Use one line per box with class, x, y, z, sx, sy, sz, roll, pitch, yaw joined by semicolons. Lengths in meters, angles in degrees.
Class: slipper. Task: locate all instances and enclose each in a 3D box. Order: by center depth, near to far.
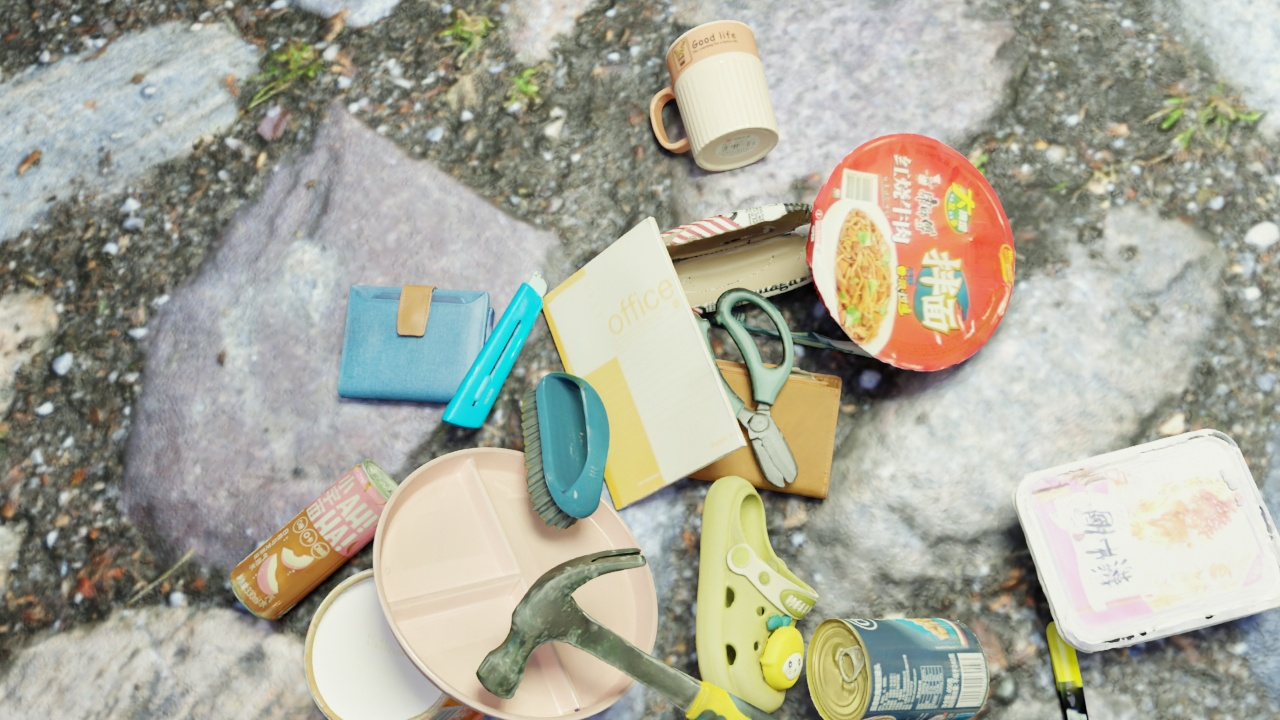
slipper;0.091;0.180;0.704;0.082;0.091;0.190;-12;67;30

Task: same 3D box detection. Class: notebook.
notebook;-0.005;0.004;0.769;0.146;0.010;0.206;-32;71;35

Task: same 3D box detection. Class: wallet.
wallet;0.098;0.054;0.774;0.132;0.031;0.107;7;80;8
wallet;-0.201;-0.015;0.824;0.133;0.040;0.106;4;80;6

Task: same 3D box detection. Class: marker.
marker;0.331;0.263;0.702;0.018;0.015;0.124;-8;77;5

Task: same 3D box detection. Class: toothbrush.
toothbrush;0.156;-0.020;0.796;0.192;0.016;0.018;11;66;10

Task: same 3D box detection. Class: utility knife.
utility knife;-0.122;-0.010;0.803;0.034;0.018;0.159;32;71;-15

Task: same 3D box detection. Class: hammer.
hammer;0.054;0.243;0.639;0.323;0.032;0.126;35;88;-14

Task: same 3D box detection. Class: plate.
plate;-0.092;0.166;0.695;0.229;0.228;0.028;48;128;15

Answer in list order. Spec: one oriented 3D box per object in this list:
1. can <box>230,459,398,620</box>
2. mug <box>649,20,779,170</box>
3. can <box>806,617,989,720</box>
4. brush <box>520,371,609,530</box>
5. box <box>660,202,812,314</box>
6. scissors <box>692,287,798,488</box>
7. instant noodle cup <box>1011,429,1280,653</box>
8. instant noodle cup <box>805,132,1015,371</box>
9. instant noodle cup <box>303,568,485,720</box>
can;-0.271;0.151;0.775;0.147;0.058;0.058;-41;75;-5
mug;0.062;-0.232;0.836;0.115;0.081;0.105;-21;73;28
can;0.189;0.228;0.674;0.111;0.075;0.075;7;74;-22
brush;-0.057;0.064;0.748;0.074;0.055;0.143;-40;41;27
box;0.078;-0.081;0.797;0.163;0.076;0.087;-16;88;2
scissors;0.066;0.032;0.759;0.130;0.019;0.185;-6;78;9
instant noodle cup;0.382;0.139;0.705;0.173;0.060;0.138;-15;74;3
instant noodle cup;0.210;-0.085;0.756;0.193;0.066;0.193;2;85;-20
instant noodle cup;-0.182;0.225;0.718;0.151;0.111;0.151;-2;75;6
